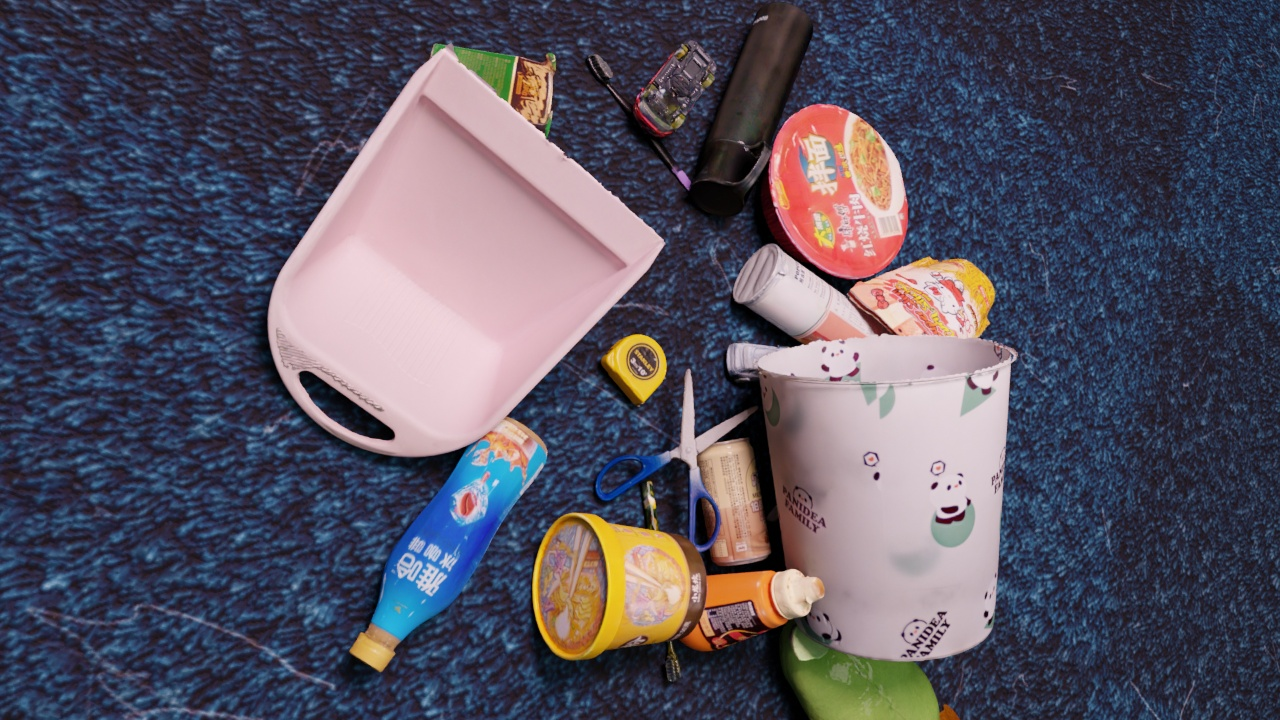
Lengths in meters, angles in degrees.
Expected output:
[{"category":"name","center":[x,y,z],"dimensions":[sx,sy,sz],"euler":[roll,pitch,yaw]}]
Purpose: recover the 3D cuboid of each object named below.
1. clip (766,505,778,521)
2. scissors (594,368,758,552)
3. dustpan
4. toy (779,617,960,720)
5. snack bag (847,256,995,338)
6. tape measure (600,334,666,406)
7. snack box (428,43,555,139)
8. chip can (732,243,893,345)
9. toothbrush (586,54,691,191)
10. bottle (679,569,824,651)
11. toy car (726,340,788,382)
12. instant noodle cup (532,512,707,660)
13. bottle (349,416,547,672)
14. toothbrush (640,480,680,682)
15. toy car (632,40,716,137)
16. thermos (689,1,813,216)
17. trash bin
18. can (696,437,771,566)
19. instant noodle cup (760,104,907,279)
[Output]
[{"category":"clip","center":[0.172,0.136,0.951],"dimensions":[0.070,0.035,0.099],"euler":[37,73,-19]},{"category":"scissors","center":[0.039,0.097,0.851],"dimensions":[0.176,0.012,0.162],"euler":[-21,86,-5]},{"category":"dustpan","center":[-0.149,-0.050,0.702],"dimensions":[0.222,0.274,0.138],"euler":[37,40,-14]},{"category":"toy","center":[0.225,0.336,0.908],"dimensions":[0.247,0.090,0.226],"euler":[50,60,-8]},{"category":"snack bag","center":[0.317,-0.055,1.010],"dimensions":[0.207,0.073,0.128],"euler":[-25,74,-49]},{"category":"tape measure","center":[-0.005,0.005,0.874],"dimensions":[0.060,0.029,0.057],"euler":[50,62,-12]},{"category":"snack box","center":[-0.140,-0.202,0.778],"dimensions":[0.105,0.118,0.118],"euler":[15,44,-18]},{"category":"chip can","center":[0.203,-0.039,0.976],"dimensions":[0.214,0.071,0.071],"euler":[31,67,-21]},{"category":"toothbrush","center":[0.008,-0.235,0.936],"dimensions":[0.189,0.017,0.014],"euler":[50,59,-14]},{"category":"bottle","center":[0.097,0.217,0.818],"dimensions":[0.066,0.150,0.066],"euler":[29,49,-40]},{"category":"toy car","center":[0.130,0.002,0.950],"dimensions":[0.090,0.034,0.043],"euler":[8,73,-30]},{"category":"instant noodle cup","center":[-0.015,0.193,0.788],"dimensions":[0.114,0.119,0.118],"euler":[11,75,-36]},{"category":"bottle","center":[-0.157,0.146,0.741],"dimensions":[0.065,0.065,0.218],"euler":[41,65,-17]},{"category":"toothbrush","center":[0.018,0.205,0.856],"dimensions":[0.017,0.012,0.185],"euler":[13,68,-72]},{"category":"toy car","center":[0.034,-0.275,0.940],"dimensions":[0.053,0.045,0.120],"euler":[42,57,-15]},{"category":"thermos","center":[0.126,-0.267,0.964],"dimensions":[0.068,0.090,0.242],"euler":[35,64,-33]},{"category":"trash bin","center":[0.226,0.117,0.843],"dimensions":[0.229,0.230,0.252],"euler":[-11,101,-31]},{"category":"can","center":[0.088,0.135,0.885],"dimensions":[0.058,0.059,0.116],"euler":[-6,84,-31]},{"category":"instant noodle cup","center":[0.203,-0.177,1.007],"dimensions":[0.193,0.066,0.193],"euler":[6,77,-28]}]
